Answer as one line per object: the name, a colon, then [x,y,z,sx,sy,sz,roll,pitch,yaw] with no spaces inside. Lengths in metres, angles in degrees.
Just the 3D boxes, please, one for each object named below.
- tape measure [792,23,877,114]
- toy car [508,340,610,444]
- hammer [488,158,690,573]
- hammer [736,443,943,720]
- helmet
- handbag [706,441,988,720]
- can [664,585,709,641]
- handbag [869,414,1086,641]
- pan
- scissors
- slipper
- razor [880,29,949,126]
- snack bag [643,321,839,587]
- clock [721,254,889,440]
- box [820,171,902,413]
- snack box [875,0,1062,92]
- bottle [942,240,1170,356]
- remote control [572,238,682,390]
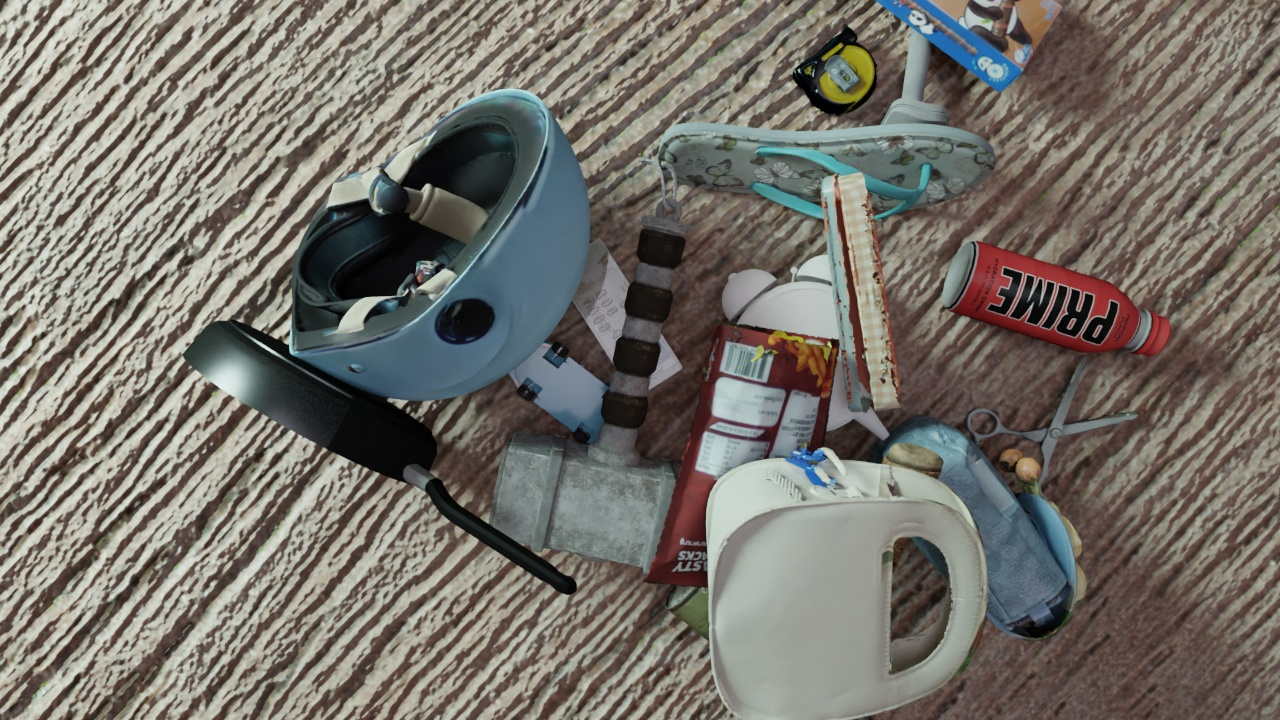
tape measure: [0.169,-0.241,0.776,0.062,0.034,0.061,-41,92,4]
toy car: [-0.061,0.026,0.795,0.108,0.027,0.060,38,97,-8]
hammer: [-0.005,0.005,0.740,0.177,0.079,0.326,12,97,-4]
hammer: [0.170,0.205,0.734,0.121,0.048,0.319,15,116,5]
helmet: [-0.140,-0.081,0.712,0.266,0.225,0.166,-36,135,20]
handbag: [0.146,0.160,0.665,0.199,0.093,0.201,-1,108,1]
can: [0.077,0.195,0.769,0.074,0.090,0.090,39,93,0]
handbag: [0.280,0.126,0.748,0.118,0.121,0.192,-34,86,4]
pan: [-0.187,0.066,0.694,0.356,0.204,0.044,28,83,18]
scissors: [0.352,0.078,0.794,0.141,0.014,0.175,7,94,5]
slipper: [0.146,-0.145,0.751,0.269,0.098,0.054,5,66,10]
razor: [0.228,-0.227,0.764,0.047,0.088,0.116,13,73,1]
snack bag: [0.087,0.079,0.698,0.138,0.067,0.208,6,97,-25]
clock: [0.136,-0.003,0.776,0.125,0.073,0.161,-11,85,2]
box: [0.172,-0.051,0.696,0.059,0.056,0.187,-17,102,-30]
snack box: [0.263,-0.299,0.755,0.151,0.034,0.087,37,67,0]
bottle: [0.348,-0.045,0.764,0.176,0.062,0.062,18,93,1]
remote control: [-0.020,-0.037,0.801,0.050,0.011,0.136,-33,91,3]
